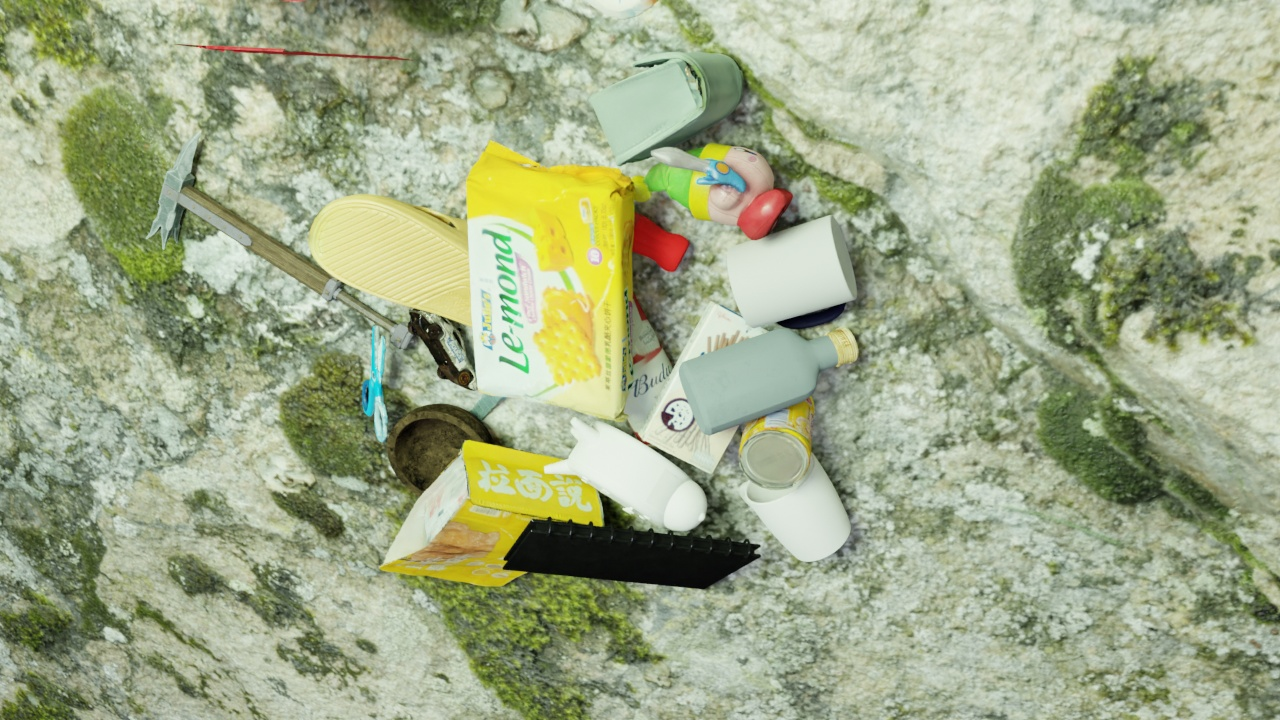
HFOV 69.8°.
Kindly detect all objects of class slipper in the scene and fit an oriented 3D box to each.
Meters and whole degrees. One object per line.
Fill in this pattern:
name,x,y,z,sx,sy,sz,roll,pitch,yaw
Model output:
slipper,-0.193,-0.097,0.922,0.263,0.078,0.100,25,121,-16

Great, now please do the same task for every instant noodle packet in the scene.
instant noodle packet,-0.169,0.188,1.007,0.162,0.084,0.222,16,135,-34

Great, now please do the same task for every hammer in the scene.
hammer,-0.378,-0.109,0.993,0.317,0.028,0.147,33,119,-1

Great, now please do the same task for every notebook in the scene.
notebook,-0.013,0.201,0.943,0.231,0.019,0.170,9,153,-14

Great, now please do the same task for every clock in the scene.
clock,-0.013,0.125,0.936,0.161,0.125,0.072,32,80,2

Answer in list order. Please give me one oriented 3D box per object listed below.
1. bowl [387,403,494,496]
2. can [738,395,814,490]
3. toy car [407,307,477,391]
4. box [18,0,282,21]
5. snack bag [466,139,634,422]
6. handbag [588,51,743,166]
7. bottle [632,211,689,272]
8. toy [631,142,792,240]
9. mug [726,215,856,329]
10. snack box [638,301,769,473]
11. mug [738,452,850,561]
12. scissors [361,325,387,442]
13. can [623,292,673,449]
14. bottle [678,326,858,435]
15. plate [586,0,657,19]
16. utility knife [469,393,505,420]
bowl,-0.214,0.096,1.024,0.121,0.056,0.121,5,118,10
can,0.132,0.069,0.887,0.068,0.104,0.068,6,118,10
toy car,-0.206,-0.015,0.978,0.048,0.040,0.113,15,140,47
box,-0.299,-0.355,0.700,0.211,0.314,0.124,7,127,11
snack bag,-0.075,-0.069,0.836,0.160,0.068,0.247,13,115,26
handbag,0.024,-0.220,0.775,0.106,0.121,0.067,-22,98,26
bottle,-0.012,-0.126,0.878,0.119,0.036,0.036,28,118,2
toy,0.059,-0.148,0.798,0.131,0.124,0.097,36,114,2
mug,0.145,-0.070,0.844,0.097,0.078,0.112,-16,137,21
snack box,0.068,0.026,0.888,0.082,0.026,0.150,28,94,-13
mug,0.153,0.151,0.944,0.114,0.080,0.087,-9,122,52
scissors,-0.294,0.015,1.010,0.090,0.014,0.141,40,132,48
can,-0.005,0.005,0.919,0.067,0.067,0.170,-22,106,23
bottle,0.122,0.010,0.850,0.161,0.046,0.072,-19,74,-8
plate,-0.022,-0.404,0.764,0.187,0.016,0.187,44,118,-7
utility knife,-0.133,0.016,0.966,0.031,0.015,0.210,33,135,-15
